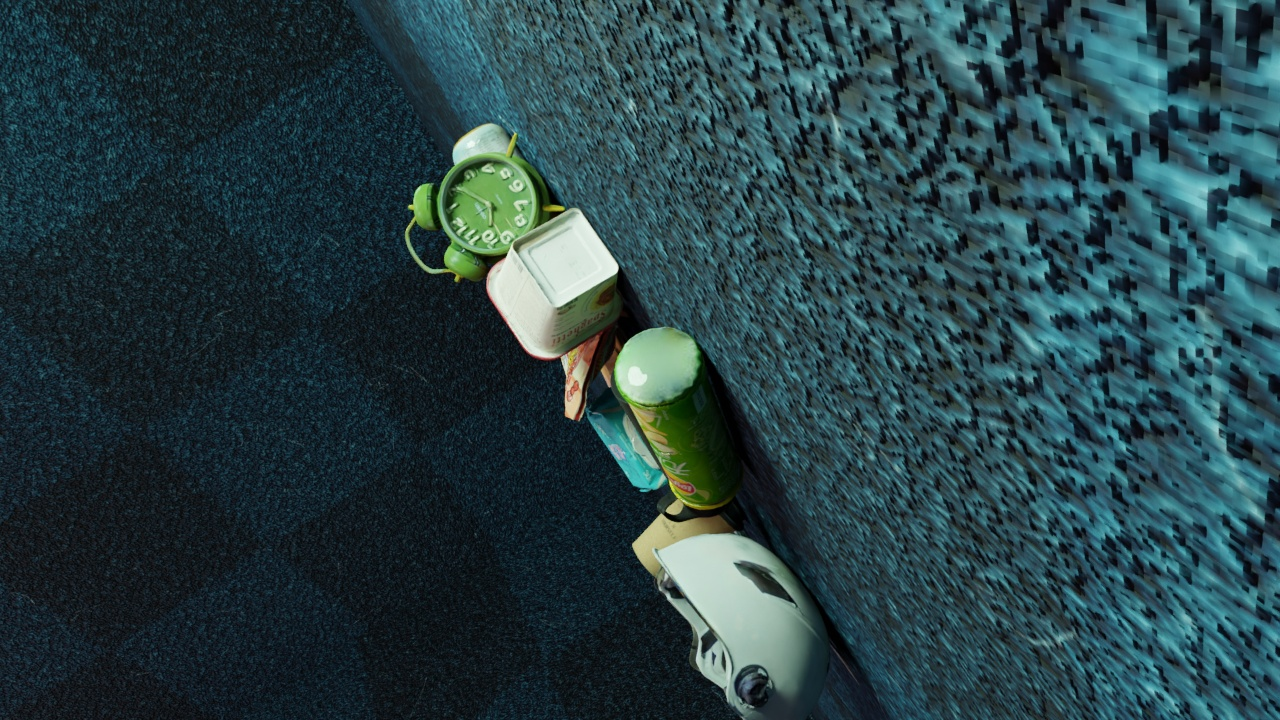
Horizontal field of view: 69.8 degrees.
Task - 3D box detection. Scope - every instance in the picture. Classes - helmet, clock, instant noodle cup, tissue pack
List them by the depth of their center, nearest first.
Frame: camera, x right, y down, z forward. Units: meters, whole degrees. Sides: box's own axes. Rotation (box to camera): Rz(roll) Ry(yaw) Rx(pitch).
[{"bbox_3d":[-0.079,-0.078,0.891,0.116,0.116,0.124,56,164,7],"label":"instant noodle cup"},{"bbox_3d":[-0.167,-0.150,0.947,0.116,0.161,0.056,57,-176,-2],"label":"clock"},{"bbox_3d":[0.124,0.294,1.025,0.259,0.145,0.229,68,169,-21],"label":"helmet"},{"bbox_3d":[0.006,0.076,1.045,0.133,0.093,0.050,57,159,-16],"label":"tissue pack"}]

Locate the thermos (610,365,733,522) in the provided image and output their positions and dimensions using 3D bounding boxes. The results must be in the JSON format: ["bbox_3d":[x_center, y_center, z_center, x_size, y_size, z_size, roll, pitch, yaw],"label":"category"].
[{"bbox_3d":[0.033,0.090,0.935,0.068,0.089,0.243,33,160,37],"label":"thermos"}]

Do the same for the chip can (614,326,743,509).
[{"bbox_3d":[0.037,0.055,0.785,0.072,0.072,0.221,53,173,34],"label":"chip can"}]

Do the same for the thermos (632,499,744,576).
[{"bbox_3d":[0.062,0.210,1.165,0.093,0.143,0.093,48,-174,-7],"label":"thermos"}]

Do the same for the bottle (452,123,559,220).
[{"bbox_3d":[-0.132,-0.166,1.007,0.189,0.068,0.068,57,175,-2],"label":"bottle"}]

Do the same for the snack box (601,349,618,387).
[{"bbox_3d":[-0.023,0.043,1.263,0.084,0.026,0.157,53,170,51],"label":"snack box"}]

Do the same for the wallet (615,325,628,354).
[{"bbox_3d":[-0.007,0.007,1.188,0.115,0.020,0.101,60,173,-3],"label":"wallet"}]

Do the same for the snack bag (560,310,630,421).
[{"bbox_3d":[-0.057,-0.010,1.060,0.073,0.128,0.208,26,-175,-9],"label":"snack bag"}]

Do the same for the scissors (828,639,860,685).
[{"bbox_3d":[0.205,0.311,1.108,0.163,0.014,0.165,58,174,-22],"label":"scissors"}]

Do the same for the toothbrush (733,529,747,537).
[{"bbox_3d":[0.098,0.186,1.306,0.187,0.016,0.017,54,166,27],"label":"toothbrush"}]
